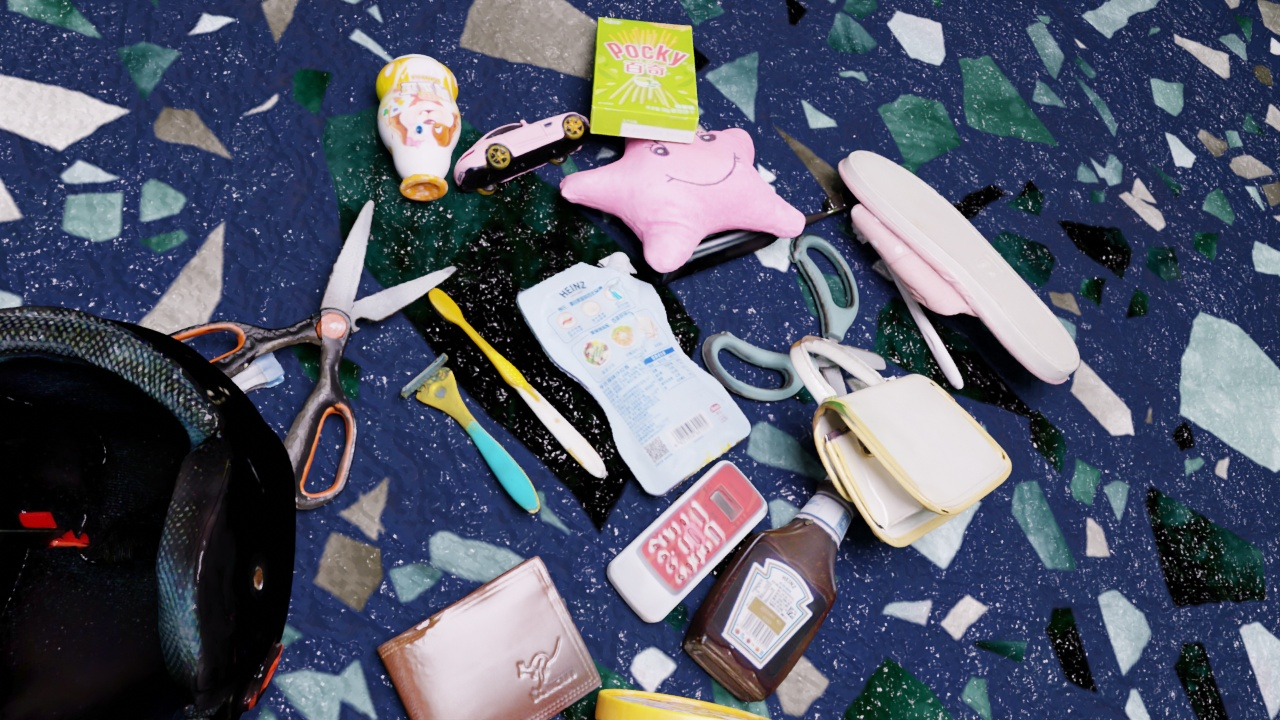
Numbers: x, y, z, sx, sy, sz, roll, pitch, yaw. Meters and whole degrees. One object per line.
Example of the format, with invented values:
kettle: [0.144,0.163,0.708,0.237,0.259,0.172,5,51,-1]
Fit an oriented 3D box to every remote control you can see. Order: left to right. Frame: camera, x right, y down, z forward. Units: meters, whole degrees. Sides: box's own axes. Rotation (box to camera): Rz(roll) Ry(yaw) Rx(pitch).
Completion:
remote control: [0.037,0.133,0.687,0.135,0.020,0.056,-38,87,-27]

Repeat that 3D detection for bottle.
bottle: [-0.170,-0.179,0.709,0.063,0.063,0.108,-1,71,-20]
bottle: [0.114,0.158,0.692,0.080,0.044,0.194,42,62,-1]

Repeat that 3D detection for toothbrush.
toothbrush: [-0.093,0.018,0.690,0.191,0.018,0.016,47,65,-1]
toothbrush: [0.101,-0.109,0.798,0.212,0.026,0.027,-22,85,-25]
toothbrush: [0.241,-0.052,0.831,0.016,0.016,0.180,-25,79,-17]

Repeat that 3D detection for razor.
razor: [-0.116,0.057,0.659,0.043,0.028,0.132,-41,83,-4]

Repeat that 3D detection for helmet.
helmet: [-0.296,0.109,0.470,0.233,0.230,0.275,9,93,-5]

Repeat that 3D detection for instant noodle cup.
instant noodle cup: [0.022,0.277,0.579,0.118,0.119,0.114,14,74,-14]

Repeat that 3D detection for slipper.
slipper: [0.274,-0.080,0.819,0.274,0.055,0.113,47,40,8]

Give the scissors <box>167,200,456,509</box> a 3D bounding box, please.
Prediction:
scissors: [-0.229,-0.009,0.629,0.227,0.022,0.220,-1,80,-26]

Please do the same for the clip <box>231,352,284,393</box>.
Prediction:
clip: [-0.274,0.014,0.626,0.057,0.037,0.025,-30,88,-25]

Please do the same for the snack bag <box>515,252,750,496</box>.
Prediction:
snack bag: [-0.004,0.004,0.713,0.110,0.039,0.191,-33,82,-21]

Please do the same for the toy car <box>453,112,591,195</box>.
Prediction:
toy car: [-0.095,-0.170,0.737,0.122,0.056,0.037,-28,88,-26]

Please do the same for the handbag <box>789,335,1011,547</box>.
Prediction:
handbag: [0.191,0.052,0.726,0.163,0.063,0.178,-11,57,-50]

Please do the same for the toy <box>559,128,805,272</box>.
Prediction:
toy: [0.025,-0.152,0.760,0.194,0.075,0.178,-17,63,-25]

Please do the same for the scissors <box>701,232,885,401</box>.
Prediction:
scissors: [0.130,-0.036,0.785,0.171,0.019,0.169,5,68,-16]

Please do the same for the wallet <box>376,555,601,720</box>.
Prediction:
wallet: [-0.098,0.204,0.610,0.124,0.032,0.101,-27,83,-25]

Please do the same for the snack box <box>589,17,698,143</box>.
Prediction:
snack box: [0.002,-0.239,0.773,0.086,0.026,0.156,5,46,-4]
